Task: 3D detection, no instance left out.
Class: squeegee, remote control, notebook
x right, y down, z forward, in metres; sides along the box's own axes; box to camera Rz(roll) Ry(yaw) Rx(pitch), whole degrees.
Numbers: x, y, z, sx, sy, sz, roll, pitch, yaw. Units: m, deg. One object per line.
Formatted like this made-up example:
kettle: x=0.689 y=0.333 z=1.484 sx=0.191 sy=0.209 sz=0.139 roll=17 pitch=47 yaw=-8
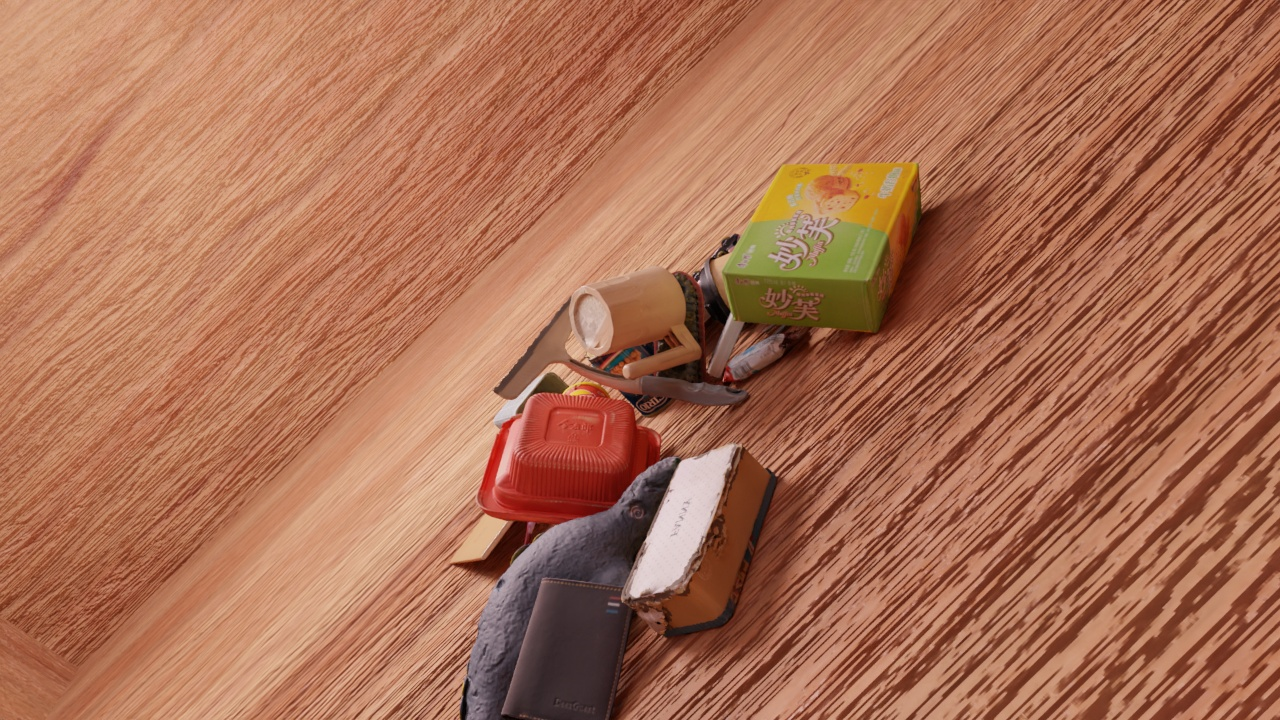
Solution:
squeegee: x=-0.003 y=0.020 z=1.018 sx=0.245 sy=0.247 sz=0.039 roll=-61 pitch=-17 yaw=-59
remote control: x=0.111 y=-0.046 z=1.059 sx=0.056 sy=0.019 sz=0.135 roll=-60 pitch=-7 yaw=-81
notebook: x=-0.182 y=0.200 z=1.192 sx=0.149 sy=0.012 sz=0.212 roll=-54 pitch=9 yaw=-23

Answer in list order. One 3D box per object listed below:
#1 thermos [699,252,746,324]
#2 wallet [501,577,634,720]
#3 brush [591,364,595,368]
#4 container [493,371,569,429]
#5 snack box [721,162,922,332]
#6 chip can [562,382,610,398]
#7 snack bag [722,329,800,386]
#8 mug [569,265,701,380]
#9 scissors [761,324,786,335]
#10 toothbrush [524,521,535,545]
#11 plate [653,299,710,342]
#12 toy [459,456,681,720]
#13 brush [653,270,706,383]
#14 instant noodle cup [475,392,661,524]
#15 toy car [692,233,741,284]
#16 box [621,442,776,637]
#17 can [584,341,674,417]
thermos: x=0.147 y=-0.106 z=1.116 sx=0.143 sy=0.093 sz=0.092 roll=-27 pitch=24 yaw=22
wallet: x=-0.058 y=0.249 z=0.778 sx=0.096 sy=0.020 sz=0.122 roll=1 pitch=58 yaw=24
brush: x=-0.039 y=-0.017 z=1.349 sx=0.074 sy=0.055 sz=0.143 roll=-36 pitch=21 yaw=22
container: x=-0.146 y=0.080 z=1.322 sx=0.089 sy=0.090 sz=0.112 roll=-53 pitch=17 yaw=-24
snack box: x=0.197 y=-0.126 z=0.971 sx=0.158 sy=0.070 sz=0.209 roll=6 pitch=46 yaw=29
chip can: x=-0.070 y=0.102 z=1.135 sx=0.073 sy=0.073 sz=0.216 roll=-39 pitch=19 yaw=14
snack bag: x=0.131 y=-0.005 z=1.014 sx=0.106 sy=0.026 sz=0.045 roll=-33 pitch=4 yaw=30
mug: x=-0.005 y=-0.039 z=1.013 sx=0.103 sy=0.124 sz=0.084 roll=-18 pitch=-24 yaw=-37
scissors: x=0.209 y=-0.077 z=1.033 sx=0.169 sy=0.012 sz=0.147 roll=-51 pitch=19 yaw=-15
toothbrush: x=-0.124 y=0.173 z=1.086 sx=0.017 sy=0.016 sz=0.187 roll=140 pitch=145 yaw=-59
plate: x=0.055 y=-0.056 z=1.233 sx=0.164 sy=0.034 sz=0.164 roll=-35 pitch=6 yaw=26
toy: x=-0.079 y=0.229 z=0.859 sx=0.138 sy=0.091 sz=0.355 roll=9 pitch=57 yaw=52
brush: x=0.047 y=-0.035 z=1.102 sx=0.063 sy=0.145 sz=0.069 roll=-2 pitch=-8 yaw=10
instant noodle cup: x=-0.072 y=0.099 z=0.975 sx=0.189 sy=0.079 sz=0.164 roll=4 pitch=35 yaw=1
toy car: x=0.109 y=-0.132 z=1.324 sx=0.123 sy=0.037 sz=0.056 roll=-48 pitch=11 yaw=32
box: x=0.055 y=0.148 z=0.803 sx=0.090 sy=0.059 sz=0.183 roll=-25 pitch=25 yaw=43
can: x=-0.007 y=0.007 z=1.145 sx=0.075 sy=0.111 sz=0.075 roll=-39 pitch=19 yaw=16
